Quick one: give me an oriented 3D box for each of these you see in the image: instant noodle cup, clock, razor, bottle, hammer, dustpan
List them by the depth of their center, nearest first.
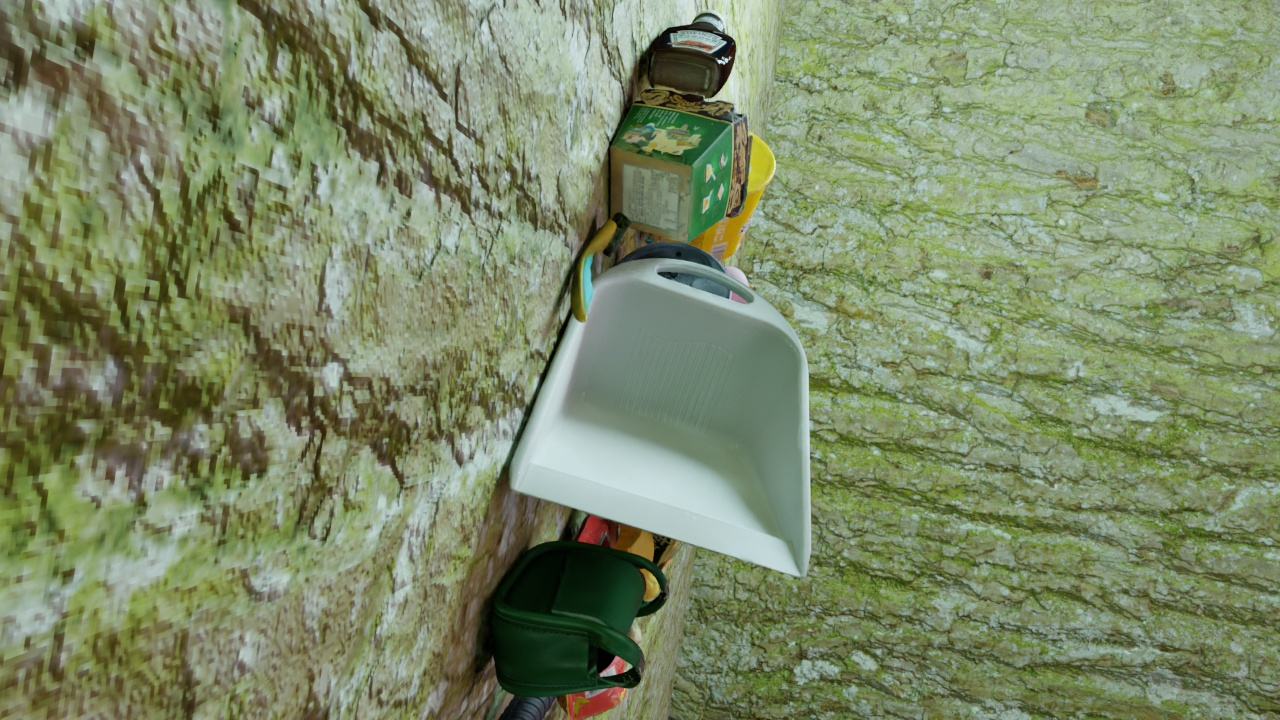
[{"bbox_3d":[0.035,0.017,0.728,0.257,0.222,0.143,-88,-164,-72],"label":"dustpan"},{"bbox_3d":[-0.038,-0.073,0.742,0.043,0.028,0.132,-50,-165,38],"label":"razor"},{"bbox_3d":[-0.053,0.233,0.801,0.299,0.033,0.129,-48,134,-56],"label":"hammer"},{"bbox_3d":[0.045,-0.048,0.878,0.060,0.158,0.117,84,19,-56],"label":"clock"},{"bbox_3d":[0.058,-0.316,0.928,0.194,0.080,0.044,-71,170,-55],"label":"bottle"},{"bbox_3d":[0.067,-0.179,0.994,0.110,0.138,0.137,101,5,-48],"label":"instant noodle cup"}]

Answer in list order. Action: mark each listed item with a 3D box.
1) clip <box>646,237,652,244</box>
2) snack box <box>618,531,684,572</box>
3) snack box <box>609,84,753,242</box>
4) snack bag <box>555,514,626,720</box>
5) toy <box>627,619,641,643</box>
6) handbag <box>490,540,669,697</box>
[{"bbox_3d":[0.018,-0.148,1.065,0.057,0.014,0.047,-47,144,-76],"label":"clip"},{"bbox_3d":[0.034,0.157,0.991,0.114,0.063,0.241,-48,167,-31],"label":"snack box"},{"bbox_3d":[0.027,-0.170,0.835,0.105,0.118,0.118,-54,154,-43],"label":"snack box"},{"bbox_3d":[-0.051,0.251,0.912,0.128,0.073,0.208,-45,140,-57],"label":"snack bag"},{"bbox_3d":[-0.040,0.291,1.042,0.105,0.066,0.157,-123,-146,-51],"label":"toy"},{"bbox_3d":[-0.046,0.192,0.684,0.131,0.120,0.068,-44,137,-72],"label":"handbag"}]
